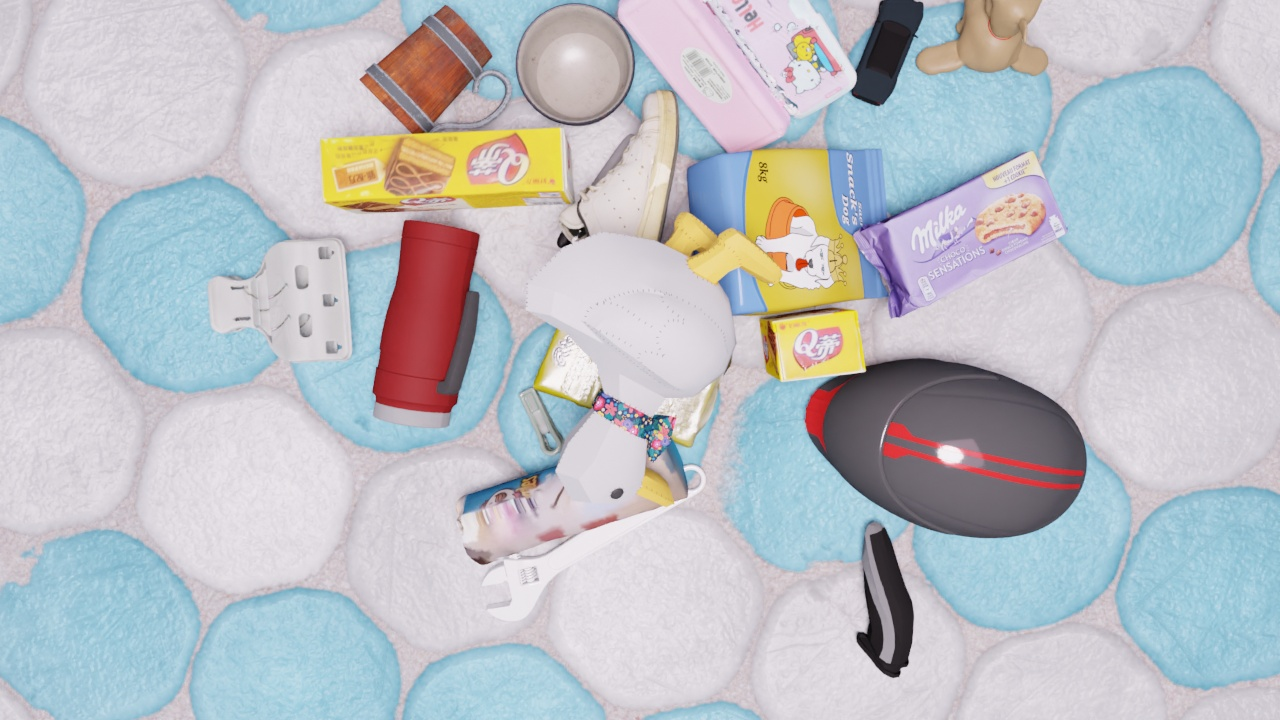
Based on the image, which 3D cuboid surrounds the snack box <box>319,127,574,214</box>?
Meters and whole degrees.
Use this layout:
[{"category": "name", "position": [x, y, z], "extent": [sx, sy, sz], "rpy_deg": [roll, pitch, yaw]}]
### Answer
[{"category": "snack box", "position": [-0.184, -0.183, 0.898], "extent": [0.230, 0.110, 0.061], "rpy_deg": [-2, 93, 0]}]

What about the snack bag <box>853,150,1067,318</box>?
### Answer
[{"category": "snack bag", "position": [0.318, -0.126, 0.915], "extent": [0.205, 0.058, 0.096], "rpy_deg": [-25, 97, -7]}]

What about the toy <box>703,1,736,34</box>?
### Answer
[{"category": "toy", "position": [0.109, -0.384, 0.847], "extent": [0.266, 0.186, 0.128], "rpy_deg": [-28, 90, 39]}]

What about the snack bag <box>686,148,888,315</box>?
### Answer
[{"category": "snack bag", "position": [0.160, -0.130, 0.915], "extent": [0.205, 0.102, 0.159], "rpy_deg": [-8, 95, -19]}]

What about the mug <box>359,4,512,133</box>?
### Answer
[{"category": "mug", "position": [-0.197, -0.275, 0.914], "extent": [0.111, 0.081, 0.117], "rpy_deg": [-45, 111, 0]}]

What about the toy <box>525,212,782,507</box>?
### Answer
[{"category": "toy", "position": [-0.003, -0.005, 0.788], "extent": [0.246, 0.141, 0.267], "rpy_deg": [39, 87, -35]}]

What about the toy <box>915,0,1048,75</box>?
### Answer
[{"category": "toy", "position": [0.349, -0.331, 0.892], "extent": [0.134, 0.108, 0.105], "rpy_deg": [0, 78, 0]}]

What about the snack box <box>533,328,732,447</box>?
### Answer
[{"category": "snack box", "position": [-0.006, 0.005, 0.947], "extent": [0.181, 0.045, 0.121], "rpy_deg": [22, 91, -4]}]

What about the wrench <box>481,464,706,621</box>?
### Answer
[{"category": "wrench", "position": [-0.049, 0.189, 0.975], "extent": [0.273, 0.018, 0.066], "rpy_deg": [-31, 94, 1]}]

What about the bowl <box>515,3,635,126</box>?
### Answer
[{"category": "bowl", "position": [-0.063, -0.288, 0.915], "extent": [0.115, 0.059, 0.115], "rpy_deg": [0, 94, 0]}]

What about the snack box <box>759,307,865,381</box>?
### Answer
[{"category": "snack box", "position": [0.168, -0.017, 0.912], "extent": [0.083, 0.105, 0.061], "rpy_deg": [-8, 94, 1]}]

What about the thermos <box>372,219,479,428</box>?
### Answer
[{"category": "thermos", "position": [-0.206, -0.034, 0.917], "extent": [0.108, 0.083, 0.198], "rpy_deg": [11, 93, 36]}]

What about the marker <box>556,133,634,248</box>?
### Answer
[{"category": "marker", "position": [-0.044, -0.173, 0.948], "extent": [0.022, 0.016, 0.138], "rpy_deg": [33, 94, -33]}]

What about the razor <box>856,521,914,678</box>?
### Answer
[{"category": "razor", "position": [0.256, 0.247, 0.962], "extent": [0.060, 0.057, 0.156], "rpy_deg": [2, 96, 32]}]

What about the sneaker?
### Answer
[{"category": "sneaker", "position": [-0.025, -0.152, 0.901], "extent": [0.102, 0.089, 0.241], "rpy_deg": [11, 82, 0]}]

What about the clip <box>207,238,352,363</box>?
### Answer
[{"category": "clip", "position": [-0.362, -0.060, 0.945], "extent": [0.151, 0.091, 0.126], "rpy_deg": [-2, 93, 15]}]

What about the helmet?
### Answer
[{"category": "helmet", "position": [0.302, 0.085, 0.888], "extent": [0.264, 0.170, 0.164], "rpy_deg": [13, 94, -1]}]

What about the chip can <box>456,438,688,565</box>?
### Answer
[{"category": "chip can", "position": [-0.070, 0.139, 0.923], "extent": [0.230, 0.079, 0.080], "rpy_deg": [-19, 94, 10]}]

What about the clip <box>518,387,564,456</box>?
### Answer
[{"category": "clip", "position": [-0.103, 0.064, 0.959], "extent": [0.023, 0.035, 0.074], "rpy_deg": [-26, 88, 4]}]

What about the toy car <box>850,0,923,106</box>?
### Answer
[{"category": "toy car", "position": [0.248, -0.314, 0.924], "extent": [0.046, 0.034, 0.112], "rpy_deg": [21, 94, -1]}]

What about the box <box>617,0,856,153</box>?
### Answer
[{"category": "box", "position": [0.090, -0.292, 0.856], "extent": [0.155, 0.044, 0.201], "rpy_deg": [-21, 129, 37]}]
